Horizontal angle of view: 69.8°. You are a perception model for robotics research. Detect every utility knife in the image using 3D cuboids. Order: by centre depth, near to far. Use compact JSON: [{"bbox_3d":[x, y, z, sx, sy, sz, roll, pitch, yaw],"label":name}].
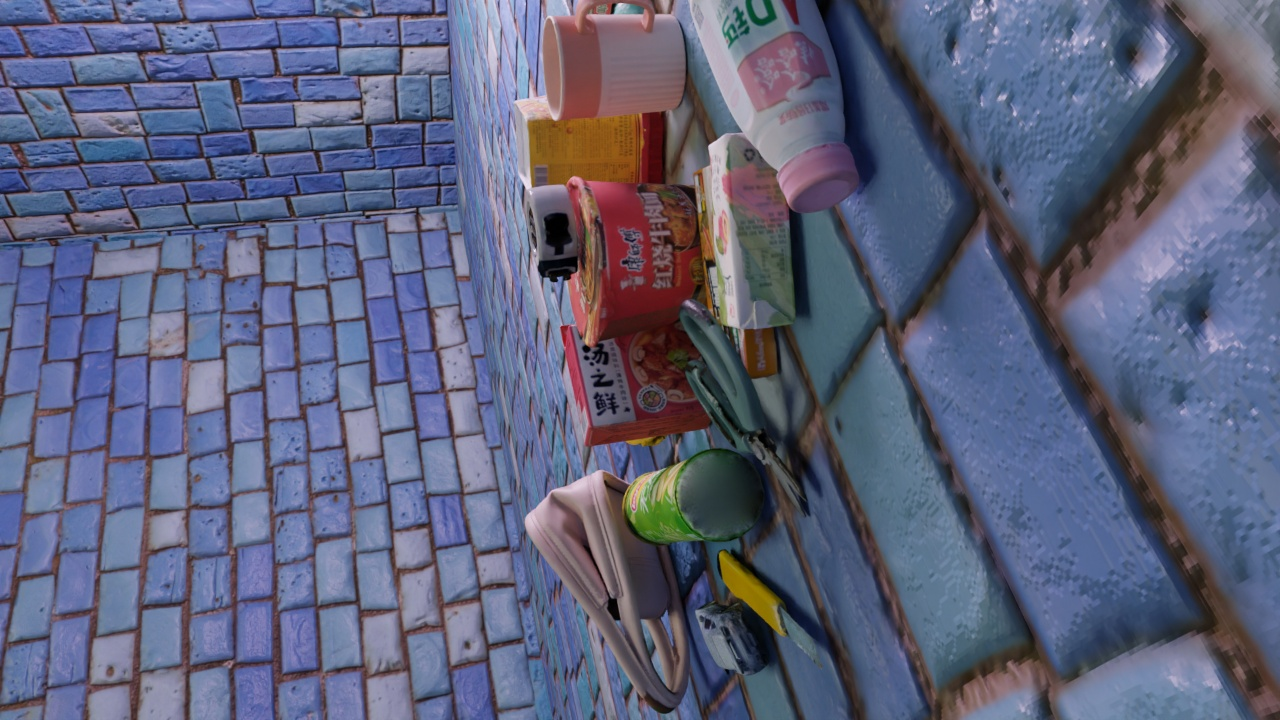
[{"bbox_3d":[0.096,0.187,0.706,0.216,0.015,0.033,-159,56,-76],"label":"utility knife"}]

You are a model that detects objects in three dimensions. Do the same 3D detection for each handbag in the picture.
[{"bbox_3d":[-0.011,0.236,0.923,0.234,0.093,0.193,64,-171,21],"label":"handbag"}]

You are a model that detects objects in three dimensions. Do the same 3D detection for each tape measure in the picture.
[{"bbox_3d":[-0.071,-0.107,0.734,0.065,0.033,0.066,-116,21,-48],"label":"tape measure"}]

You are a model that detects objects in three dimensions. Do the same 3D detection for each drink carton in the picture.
[{"bbox_3d":[0.073,-0.083,0.596,0.053,0.045,0.122,-155,59,-80],"label":"drink carton"}]

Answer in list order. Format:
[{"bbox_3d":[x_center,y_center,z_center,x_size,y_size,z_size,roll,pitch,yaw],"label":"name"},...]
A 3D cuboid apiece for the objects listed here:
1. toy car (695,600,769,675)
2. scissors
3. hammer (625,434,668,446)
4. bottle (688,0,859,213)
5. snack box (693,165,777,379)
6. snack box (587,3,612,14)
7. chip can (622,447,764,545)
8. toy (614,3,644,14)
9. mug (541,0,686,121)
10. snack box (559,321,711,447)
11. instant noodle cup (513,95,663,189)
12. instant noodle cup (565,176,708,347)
[{"bbox_3d":[0.071,0.234,0.772,0.054,0.036,0.121,63,167,6],"label":"toy car"},{"bbox_3d":[0.068,0.027,0.641,0.177,0.019,0.171,53,166,49],"label":"scissors"},{"bbox_3d":[-0.021,-0.051,0.955,0.129,0.032,0.300,-48,49,52],"label":"hammer"},{"bbox_3d":[0.071,-0.177,0.520,0.068,0.068,0.196,116,140,-66],"label":"bottle"},{"bbox_3d":[0.068,-0.066,0.665,0.075,0.026,0.154,-165,68,-75],"label":"snack box"},{"bbox_3d":[-0.047,-0.369,0.938,0.156,0.027,0.077,110,160,-63],"label":"snack box"},{"bbox_3d":[0.039,0.121,0.786,0.222,0.072,0.072,137,124,-73],"label":"chip can"},{"bbox_3d":[-0.013,-0.320,0.850,0.092,0.030,0.096,179,94,-74],"label":"toy"},{"bbox_3d":[-0.021,-0.255,0.757,0.115,0.105,0.081,105,154,-57],"label":"mug"},{"bbox_3d":[-0.005,0.005,0.814,0.044,0.113,0.127,104,155,-60],"label":"snack box"},{"bbox_3d":[-0.052,-0.204,0.869,0.116,0.123,0.116,-118,24,-55],"label":"instant noodle cup"},{"bbox_3d":[0.001,-0.085,0.753,0.138,0.108,0.138,172,91,-76],"label":"instant noodle cup"}]
